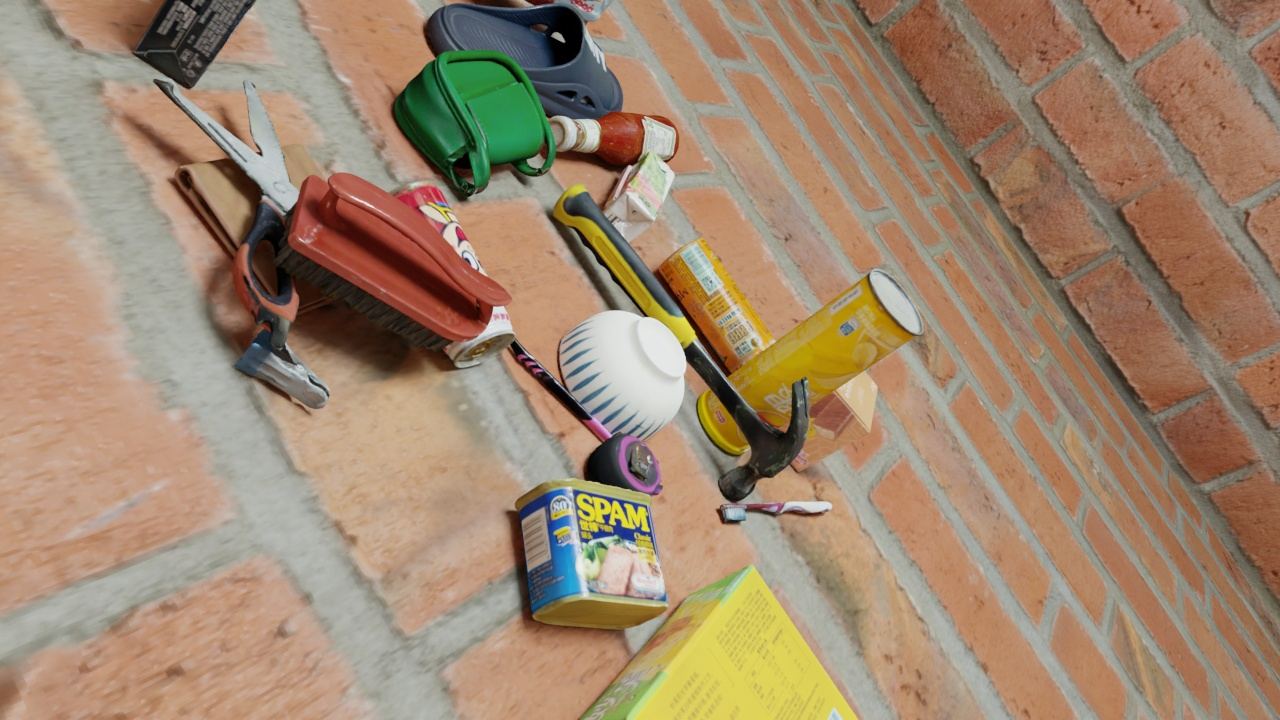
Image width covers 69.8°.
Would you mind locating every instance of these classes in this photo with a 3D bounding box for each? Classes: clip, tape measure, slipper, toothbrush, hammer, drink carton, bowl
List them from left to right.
[{"bbox_3d":[-0.210,0.009,0.548,0.058,0.027,0.043,44,25,-22],"label":"clip"},{"bbox_3d":[-0.078,0.012,0.726,0.189,0.014,0.017,46,43,-13],"label":"toothbrush"},{"bbox_3d":[-0.094,-0.318,0.957,0.267,0.084,0.110,0,62,-51],"label":"slipper"},{"bbox_3d":[-0.011,0.086,0.717,0.057,0.039,0.057,41,34,-20],"label":"tape measure"},{"bbox_3d":[-0.005,0.005,0.778,0.116,0.066,0.116,33,37,-30],"label":"bowl"},{"bbox_3d":[-0.005,-0.171,0.957,0.045,0.054,0.122,43,33,-16],"label":"drink carton"},{"bbox_3d":[0.032,-0.033,0.834,0.323,0.126,0.031,52,32,10],"label":"hammer"},{"bbox_3d":[0.134,0.144,0.875,0.187,0.016,0.017,10,60,-48],"label":"toothbrush"}]

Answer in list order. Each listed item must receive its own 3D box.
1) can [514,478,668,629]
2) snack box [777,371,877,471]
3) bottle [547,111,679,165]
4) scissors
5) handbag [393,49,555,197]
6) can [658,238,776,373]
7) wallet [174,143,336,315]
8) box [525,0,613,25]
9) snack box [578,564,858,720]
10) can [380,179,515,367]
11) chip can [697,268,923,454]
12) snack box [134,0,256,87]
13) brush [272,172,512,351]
[{"bbox_3d":[-0.032,0.134,0.629,0.102,0.057,0.083,19,48,-42],"label":"can"},{"bbox_3d":[0.184,0.045,0.958,0.077,0.095,0.092,48,32,-10],"label":"snack box"},{"bbox_3d":[-0.030,-0.239,0.985,0.205,0.060,0.059,-17,74,-56],"label":"bottle"},{"bbox_3d":[-0.222,-0.092,0.594,0.188,0.015,0.225,24,41,-49],"label":"scissors"},{"bbox_3d":[-0.143,-0.208,0.810,0.120,0.068,0.131,61,31,-3],"label":"handbag"},{"bbox_3d":[0.082,-0.054,0.954,0.146,0.058,0.058,55,32,2],"label":"can"},{"bbox_3d":[-0.235,-0.089,0.614,0.115,0.020,0.101,54,32,-4],"label":"wallet"},{"bbox_3d":[-0.126,-0.416,0.957,0.201,0.155,0.074,19,82,-32],"label":"box"},{"bbox_3d":[0.058,0.256,0.616,0.157,0.070,0.209,56,32,3],"label":"snack box"},{"bbox_3d":[-0.143,-0.063,0.673,0.053,0.053,0.132,-13,70,-56],"label":"can"},{"bbox_3d":[0.149,0.005,0.838,0.072,0.214,0.072,32,36,-27],"label":"chip can"},{"bbox_3d":[-0.284,-0.267,0.627,0.053,0.113,0.125,35,37,-29],"label":"snack box"},{"bbox_3d":[-0.151,-0.058,0.580,0.145,0.069,0.063,36,33,-37],"label":"brush"}]
